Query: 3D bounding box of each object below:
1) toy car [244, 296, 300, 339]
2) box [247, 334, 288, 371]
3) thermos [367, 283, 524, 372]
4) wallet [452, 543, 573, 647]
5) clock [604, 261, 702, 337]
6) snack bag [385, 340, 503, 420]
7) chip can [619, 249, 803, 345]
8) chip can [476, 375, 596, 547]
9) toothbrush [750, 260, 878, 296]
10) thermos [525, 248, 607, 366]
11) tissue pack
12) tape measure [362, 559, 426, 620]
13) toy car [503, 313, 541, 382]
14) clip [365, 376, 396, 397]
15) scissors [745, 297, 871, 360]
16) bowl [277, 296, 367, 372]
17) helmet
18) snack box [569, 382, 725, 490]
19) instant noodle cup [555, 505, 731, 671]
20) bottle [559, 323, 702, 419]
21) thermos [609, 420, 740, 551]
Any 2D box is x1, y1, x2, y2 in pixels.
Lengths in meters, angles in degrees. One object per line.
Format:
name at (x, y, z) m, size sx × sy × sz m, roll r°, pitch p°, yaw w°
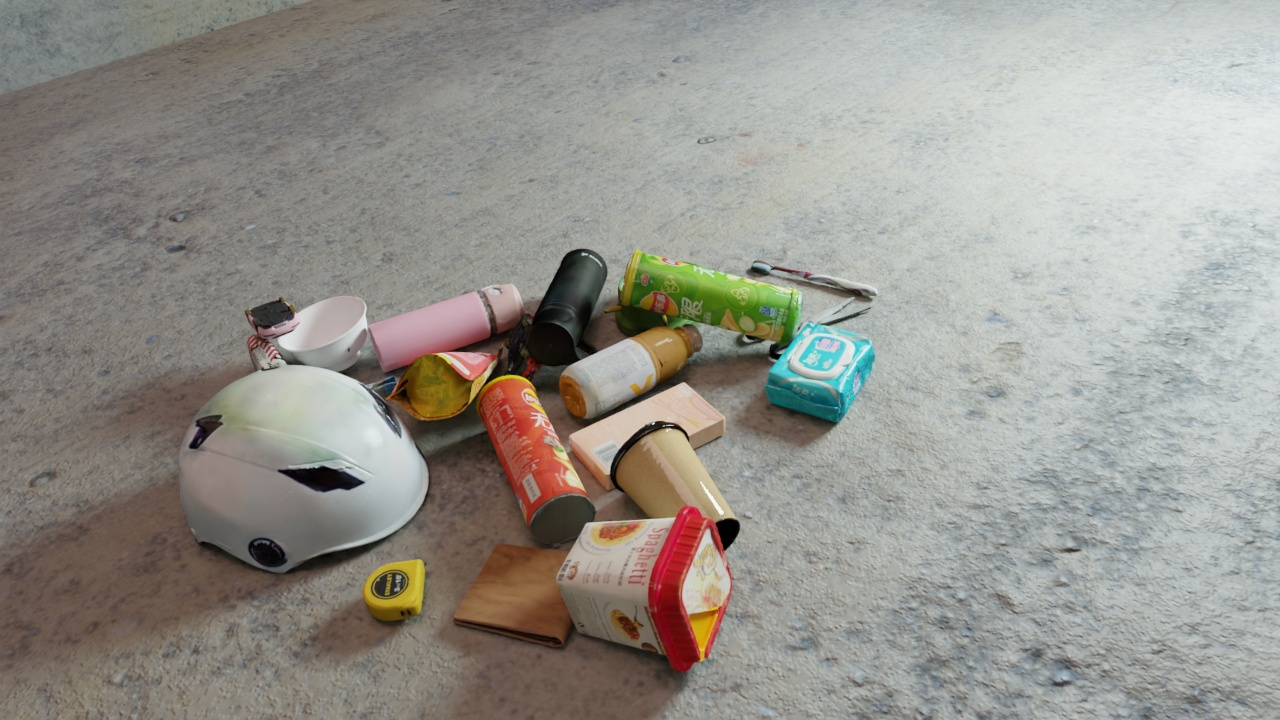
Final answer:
toy car at (-0.467, -0.052, 1.169) m, size 0.056 × 0.037 × 0.122 m, roll -24°, pitch 24°, yaw -24°
box at (-0.453, 0.017, 1.149) m, size 0.051 × 0.068 × 0.164 m, roll -39°, pitch 47°, yaw -10°
thermos at (-0.256, -0.052, 1.212) m, size 0.198 × 0.067 × 0.087 m, roll -22°, pitch 41°, yaw -19°
wallet at (-0.107, 0.218, 0.870) m, size 0.115 × 0.020 × 0.101 m, roll 5°, pitch 36°, yaw 18°
clock at (0.030, -0.090, 1.234) m, size 0.116 × 0.056 × 0.160 m, roll 15°, pitch 41°, yaw 24°
snack bag at (-0.229, 0.015, 1.085) m, size 0.128 × 0.073 × 0.208 m, roll -15°, pitch 9°, yaw -1°
chip can at (0.089, -0.077, 1.132) m, size 0.221 × 0.073 × 0.072 m, roll 14°, pitch 38°, yaw 2°
chip can at (-0.116, 0.101, 0.982) m, size 0.073 × 0.073 × 0.216 m, roll -17°, pitch 37°, yaw -15°
toothbrush at (0.238, -0.113, 1.271) m, size 0.188 × 0.016 × 0.017 m, roll 18°, pitch 50°, yaw 29°
thermos at (-0.085, -0.064, 1.186) m, size 0.069 × 0.090 × 0.242 m, roll -43°, pitch 15°, yaw 24°
tissue pack at (0.211, 0.014, 1.074) m, size 0.093 × 0.050 × 0.133 m, roll 16°, pitch 42°, yaw 26°
tape measure at (-0.233, 0.221, 0.873) m, size 0.057 × 0.029 × 0.060 m, roll -7°, pitch 36°, yaw -3°
toy car at (-0.141, -0.011, 1.153) m, size 0.045 × 0.053 × 0.120 m, roll 28°, pitch 29°, yaw -21°
clip at (-0.330, 0.038, 1.139) m, size 0.058 × 0.026 × 0.038 m, roll -18°, pitch 45°, yaw -10°
scissors at (0.214, -0.049, 1.189) m, size 0.163 × 0.014 × 0.164 m, roll 8°, pitch 39°, yaw 17°
bowl at (-0.401, -0.024, 1.192) m, size 0.118 × 0.065 × 0.118 m, roll -11°, pitch 36°, yaw 8°
helmet at (-0.364, 0.090, 0.970) m, size 0.259 × 0.146 × 0.228 m, roll 7°, pitch 39°, yaw 17°
snack box at (0.008, 0.082, 1.029) m, size 0.157 × 0.026 × 0.084 m, roll -23°, pitch 39°, yaw -22°
instant noodle cup at (0.003, 0.198, 0.814) m, size 0.124 × 0.117 × 0.116 m, roll -1°, pitch 35°, yaw 27°
bottle at (-0.007, 0.006, 1.098) m, size 0.189 × 0.068 × 0.068 m, roll -26°, pitch 41°, yaw -30°
thermos at (0.035, 0.130, 0.916) m, size 0.093 × 0.093 × 0.143 m, roll -23°, pitch 47°, yaw -22°
